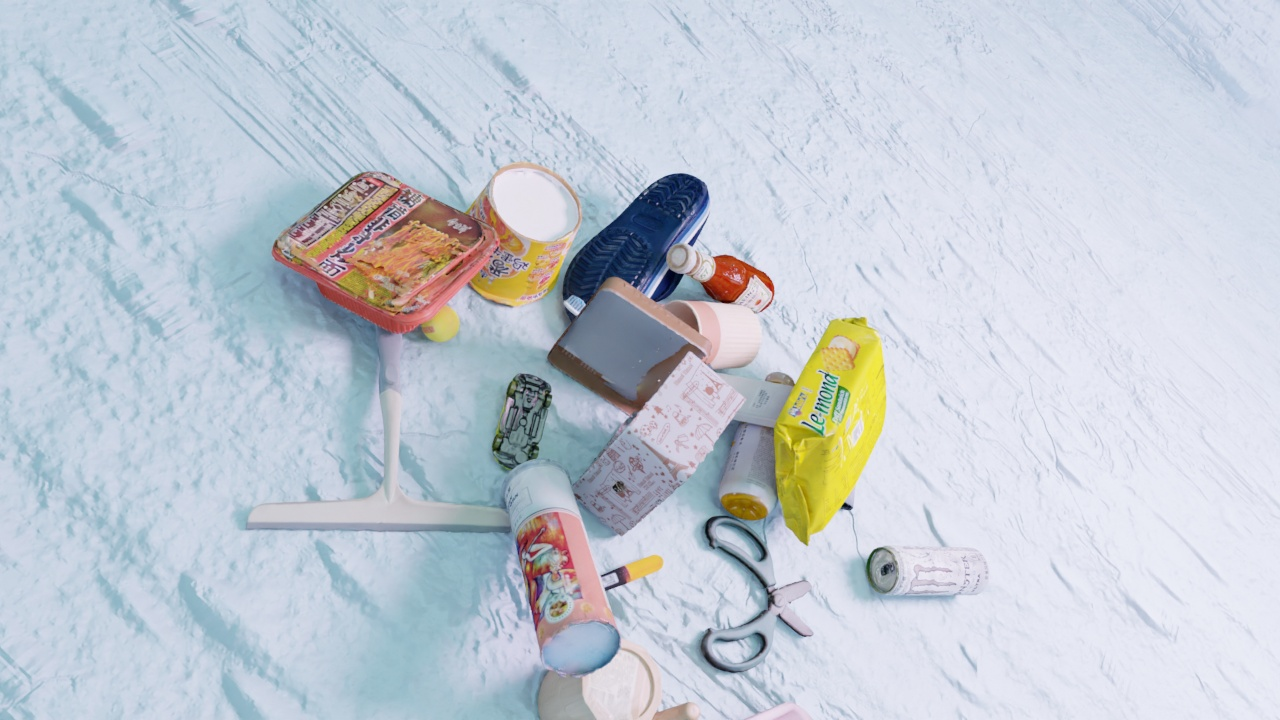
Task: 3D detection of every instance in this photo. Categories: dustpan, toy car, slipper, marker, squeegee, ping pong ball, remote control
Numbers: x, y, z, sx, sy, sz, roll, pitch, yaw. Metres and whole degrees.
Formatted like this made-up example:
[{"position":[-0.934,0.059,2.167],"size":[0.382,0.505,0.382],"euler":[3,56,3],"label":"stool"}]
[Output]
[{"position":[0.154,0.411,0.816],"size":[0.138,0.274,0.222],"euler":[-18,74,-9],"label":"dustpan"},{"position":[-0.127,0.066,0.969],"size":[0.048,0.032,0.105],"euler":[19,67,-18],"label":"toy car"},{"position":[-0.001,-0.119,1.109],"size":[0.105,0.095,0.252],"euler":[22,66,30],"label":"slipper"},{"position":[-0.030,0.225,0.941],"size":[0.123,0.015,0.018],"euler":[-14,69,-31],"label":"marker"},{"position":[-0.248,0.046,0.909],"size":[0.246,0.039,0.246],"euler":[6,60,-26],"label":"squeegee"},{"position":[-0.213,-0.040,0.976],"size":[0.040,0.040,0.040],"euler":[13,57,-22],"label":"ping pong ball"},{"position":[0.117,0.045,1.069],"size":[0.135,0.019,0.056],"euler":[10,49,27],"label":"remote control"}]

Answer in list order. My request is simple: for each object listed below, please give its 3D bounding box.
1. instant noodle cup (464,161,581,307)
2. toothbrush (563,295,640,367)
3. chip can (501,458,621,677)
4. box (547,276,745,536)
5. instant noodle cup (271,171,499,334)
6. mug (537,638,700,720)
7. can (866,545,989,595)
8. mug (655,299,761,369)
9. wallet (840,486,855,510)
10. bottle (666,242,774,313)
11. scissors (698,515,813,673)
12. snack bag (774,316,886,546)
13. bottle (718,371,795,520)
[{"position":[-0.135,-0.148,1.038],"size":[0.138,0.110,0.137],"euler":[13,58,-23],"label":"instant noodle cup"},{"position":[-0.006,0.006,1.033],"size":[0.221,0.026,0.026],"euler":[44,20,-20],"label":"toothbrush"},{"position":[-0.076,0.183,0.841],"size":[0.071,0.071,0.214],"euler":[10,29,-24],"label":"chip can"},{"position":[-0.023,0.041,0.944],"size":[0.193,0.184,0.156],"euler":[39,52,-1],"label":"box"},{"position":[-0.255,-0.104,0.946],"size":[0.189,0.079,0.164],"euler":[26,51,14],"label":"instant noodle cup"},{"position":[-0.020,0.312,0.838],"size":[0.124,0.104,0.084],"euler":[26,54,-13],"label":"mug"},{"position":[0.345,0.252,1.100],"size":[0.146,0.058,0.058],"euler":[7,60,-26],"label":"can"},{"position":[0.072,-0.036,1.107],"size":[0.105,0.082,0.114],"euler":[0,26,-39],"label":"mug"},{"position":[0.215,0.121,1.133],"size":[0.121,0.019,0.097],"euler":[25,52,-12],"label":"wallet"},{"position":[0.098,-0.102,1.116],"size":[0.205,0.060,0.059],"euler":[15,51,-56],"label":"bottle"},{"position":[0.111,0.247,1.002],"size":[0.169,0.019,0.178],"euler":[-18,72,-33],"label":"scissors"},{"position":[0.223,0.073,1.055],"size":[0.068,0.158,0.245],"euler":[9,42,29],"label":"snack bag"},{"position":[0.144,0.095,1.075],"size":[0.068,0.068,0.189],"euler":[30,53,-10],"label":"bottle"}]
